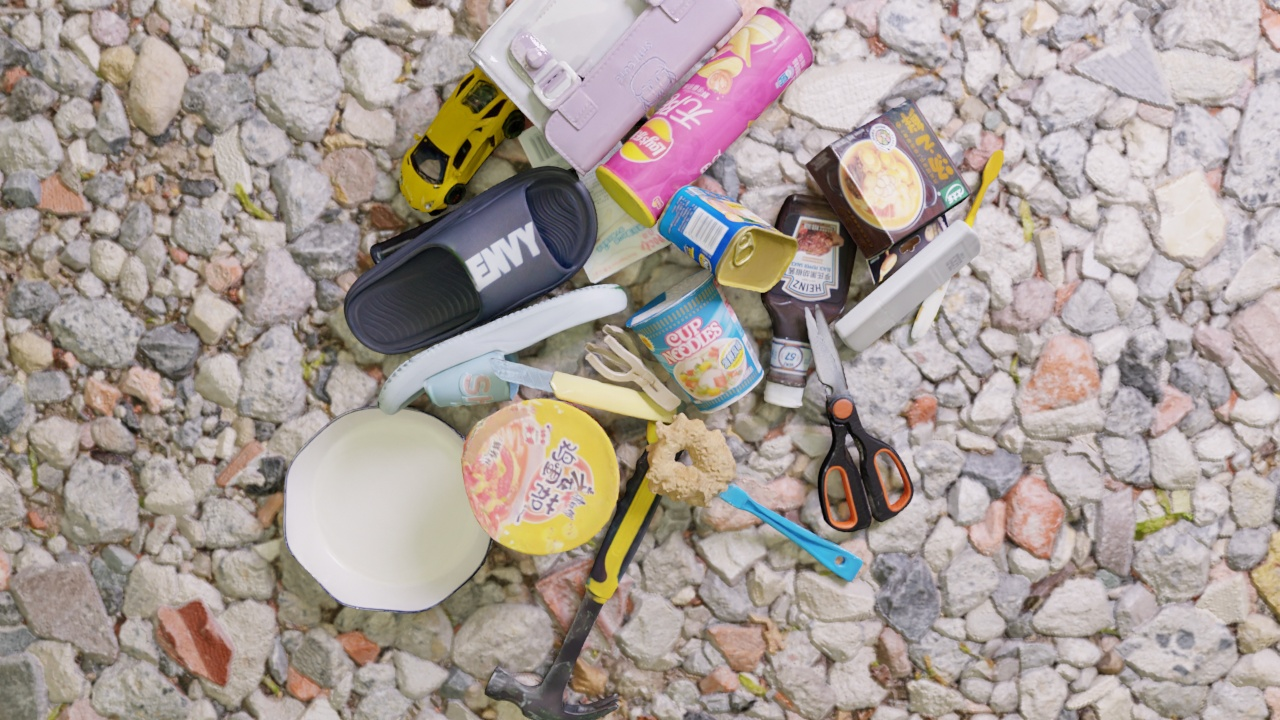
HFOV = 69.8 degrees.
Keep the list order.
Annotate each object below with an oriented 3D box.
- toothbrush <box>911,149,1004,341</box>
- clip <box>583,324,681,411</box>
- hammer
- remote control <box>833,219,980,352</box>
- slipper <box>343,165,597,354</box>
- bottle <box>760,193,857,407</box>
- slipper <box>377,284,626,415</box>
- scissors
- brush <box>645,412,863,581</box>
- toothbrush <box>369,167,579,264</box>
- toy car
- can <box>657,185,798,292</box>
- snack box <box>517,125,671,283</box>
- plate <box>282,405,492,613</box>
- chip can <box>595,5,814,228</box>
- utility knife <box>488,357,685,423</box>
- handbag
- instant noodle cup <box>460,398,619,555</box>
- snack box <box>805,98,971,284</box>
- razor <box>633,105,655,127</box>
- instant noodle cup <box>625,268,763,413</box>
[{"bbox_3d":[0.296,-0.106,0.861,0.016,0.018,0.191,22,98,2],"label":"toothbrush"},{"bbox_3d":[-0.005,0.008,0.846,0.100,0.071,0.035,34,116,-31],"label":"clip"},{"bbox_3d":[-0.032,0.211,0.896,0.126,0.032,0.323,25,96,0],"label":"hammer"},{"bbox_3d":[0.243,-0.067,0.837,0.150,0.058,0.021,-42,60,13],"label":"remote control"},{"bbox_3d":[-0.157,-0.072,0.828,0.268,0.083,0.111,-27,114,14],"label":"slipper"},{"bbox_3d":[0.151,-0.054,0.857,0.080,0.044,0.195,10,97,0],"label":"bottle"},{"bbox_3d":[-0.122,-0.002,0.847,0.245,0.104,0.074,-23,95,-2],"label":"slipper"},{"bbox_3d":[0.203,0.050,0.859,0.141,0.021,0.235,1,102,-9],"label":"scissors"},{"bbox_3d":[0.108,0.137,0.867,0.254,0.046,0.083,34,87,-15],"label":"brush"},{"bbox_3d":[-0.155,-0.134,0.858,0.213,0.026,0.027,-20,101,11],"label":"toothbrush"},{"bbox_3d":[-0.168,-0.203,0.847,0.071,0.041,0.156,44,99,21],"label":"toy car"},{"bbox_3d":[0.076,-0.108,0.809,0.083,0.102,0.057,42,112,31],"label":"can"},{"bbox_3d":[-0.043,-0.160,0.863,0.085,0.027,0.157,-27,94,4],"label":"snack box"},{"bbox_3d":[-0.240,0.142,0.891,0.205,0.045,0.205,0,96,2],"label":"plate"},{"bbox_3d":[0.058,-0.216,0.816,0.071,0.071,0.210,45,87,-2],"label":"chip can"},{"bbox_3d":[-0.041,0.028,0.830,0.210,0.022,0.031,18,57,-36],"label":"utility knife"},{"bbox_3d":[-0.029,-0.274,0.773,0.197,0.098,0.145,-45,111,6],"label":"handbag"},{"bbox_3d":[-0.084,0.097,0.847,0.138,0.109,0.138,0,96,2],"label":"instant noodle cup"},{"bbox_3d":[0.226,-0.152,0.820,0.113,0.053,0.125,-33,89,-25],"label":"snack box"},{"bbox_3d":[-0.011,-0.298,0.841,0.067,0.062,0.167,-16,101,-28],"label":"razor"},{"bbox_3d":[0.057,-0.015,0.844,0.099,0.099,0.110,-33,100,5],"label":"instant noodle cup"}]
